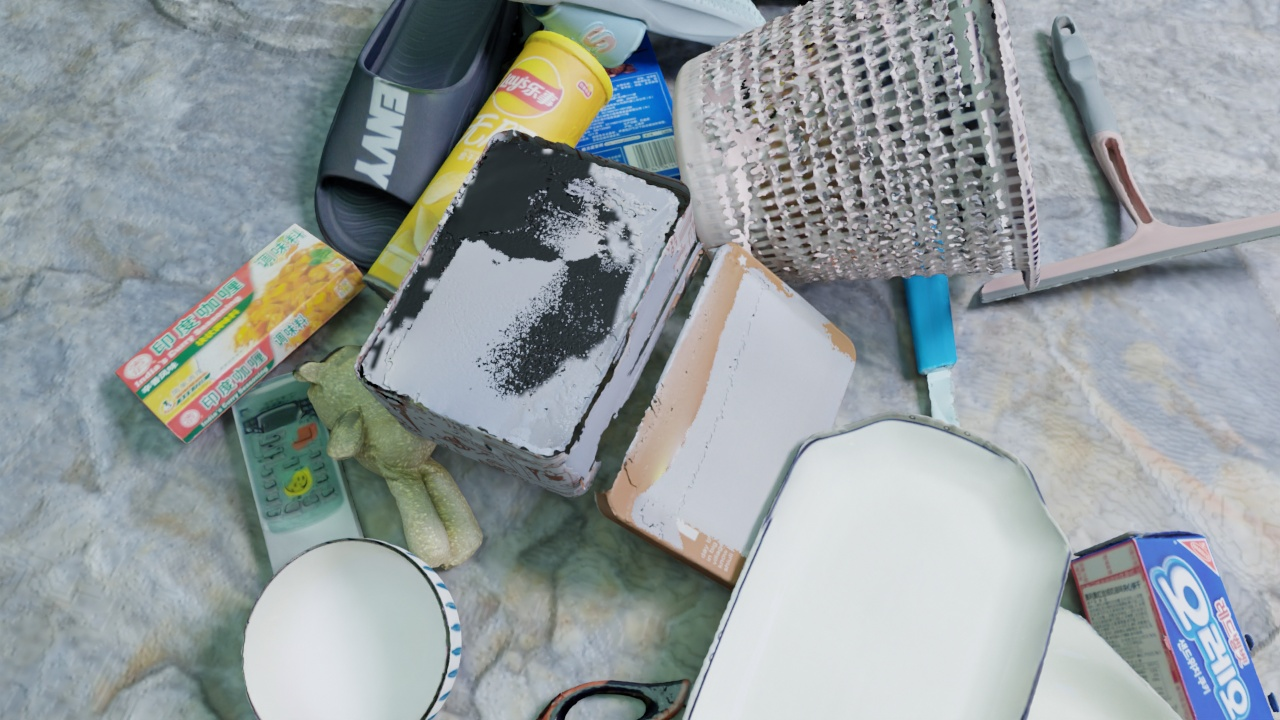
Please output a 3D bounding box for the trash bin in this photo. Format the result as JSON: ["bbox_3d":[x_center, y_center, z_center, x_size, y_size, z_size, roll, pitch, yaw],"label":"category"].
[{"bbox_3d":[0.132,-0.139,0.579,0.192,0.227,0.227,-10,63,20],"label":"trash bin"}]

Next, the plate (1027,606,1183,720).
[{"bbox_3d":[0.209,0.229,0.481,0.163,0.034,0.164,-36,50,0],"label":"plate"}]

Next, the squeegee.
[{"bbox_3d":[0.349,-0.163,0.681,0.248,0.040,0.249,-13,59,14],"label":"squeegee"}]

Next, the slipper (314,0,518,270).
[{"bbox_3d":[-0.169,-0.198,0.664,0.111,0.083,0.267,15,77,9],"label":"slipper"}]

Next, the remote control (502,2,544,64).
[{"bbox_3d":[-0.139,-0.245,0.728,0.136,0.024,0.053,-28,77,-3],"label":"remote control"}]

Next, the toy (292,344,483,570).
[{"bbox_3d":[-0.153,0.059,0.569,0.157,0.066,0.105,55,33,12],"label":"toy"}]

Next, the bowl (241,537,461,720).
[{"bbox_3d":[-0.153,0.160,0.515,0.116,0.066,0.116,-2,75,7],"label":"bowl"}]

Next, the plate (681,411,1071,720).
[{"bbox_3d":[0.130,0.154,0.505,0.162,0.034,0.265,21,68,15],"label":"plate"}]

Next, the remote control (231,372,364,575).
[{"bbox_3d":[-0.220,0.072,0.588,0.056,0.019,0.135,-20,67,-9],"label":"remote control"}]

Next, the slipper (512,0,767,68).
[{"bbox_3d":[-0.015,-0.263,0.677,0.245,0.074,0.104,2,47,-32],"label":"slipper"}]

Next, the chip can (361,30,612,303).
[{"bbox_3d":[-0.103,-0.122,0.631,0.072,0.072,0.213,29,77,13],"label":"chip can"}]

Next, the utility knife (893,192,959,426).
[{"bbox_3d":[0.198,-0.024,0.628,0.034,0.018,0.215,1,64,0],"label":"utility knife"}]

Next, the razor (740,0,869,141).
[{"bbox_3d":[0.109,-0.227,0.703,0.062,0.067,0.167,26,73,38],"label":"razor"}]

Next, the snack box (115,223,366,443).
[{"bbox_3d":[-0.266,-0.022,0.616,0.077,0.027,0.155,30,68,33],"label":"snack box"}]

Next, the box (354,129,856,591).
[{"bbox_3d":[-0.003,0.001,0.525,0.274,0.125,0.178,28,71,-7],"label":"box"}]

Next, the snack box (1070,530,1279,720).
[{"bbox_3d":[0.302,0.199,0.497,0.057,0.058,0.207,1,64,-17],"label":"snack box"}]

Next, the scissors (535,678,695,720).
[{"bbox_3d":[0.026,0.192,0.532,0.197,0.015,0.205,15,66,8],"label":"scissors"}]

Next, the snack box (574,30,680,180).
[{"bbox_3d":[-0.019,-0.190,0.703,0.084,0.026,0.157,-14,65,-6],"label":"snack box"}]
